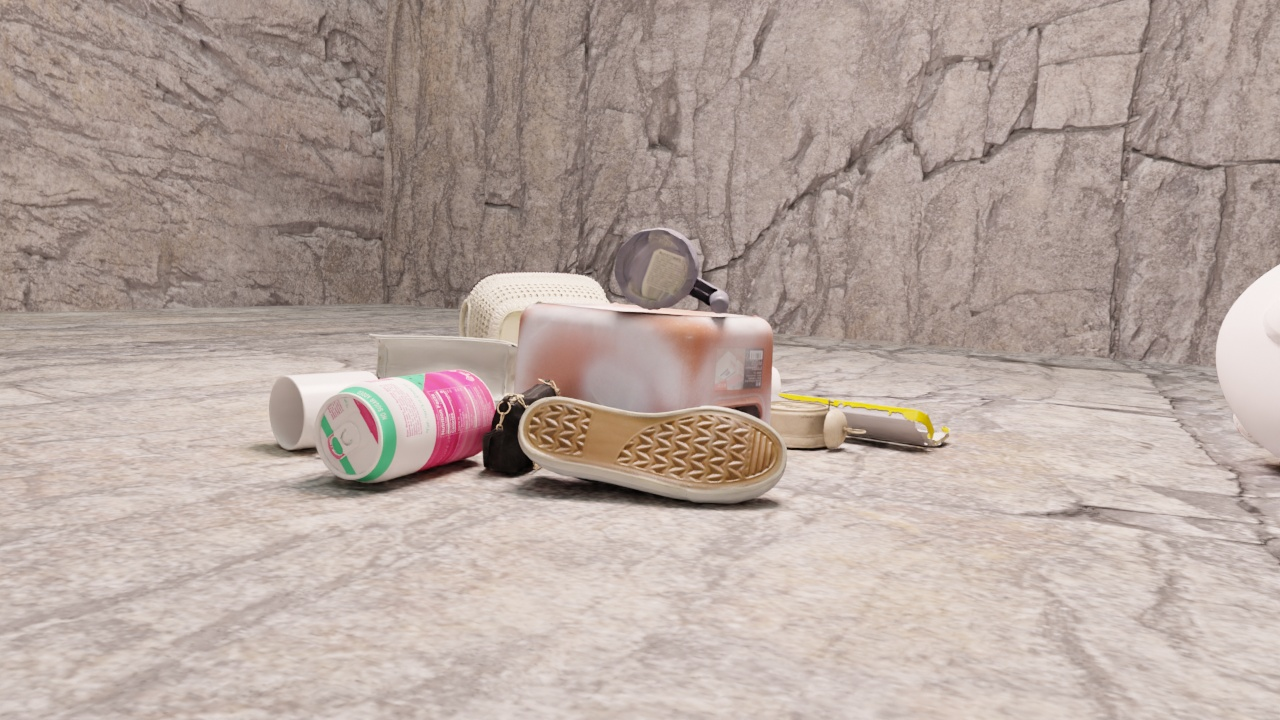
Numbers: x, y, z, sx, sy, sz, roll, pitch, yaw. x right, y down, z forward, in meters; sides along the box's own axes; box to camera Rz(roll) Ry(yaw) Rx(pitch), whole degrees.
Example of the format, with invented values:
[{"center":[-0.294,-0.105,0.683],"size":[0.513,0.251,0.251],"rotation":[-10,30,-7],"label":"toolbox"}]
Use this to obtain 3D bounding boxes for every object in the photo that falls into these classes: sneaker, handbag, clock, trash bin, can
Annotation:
[{"center":[0.009,0.088,0.817],"size":[0.235,0.087,0.079],"rotation":[6,-28,3],"label":"sneaker"},{"center":[-0.239,0.024,1.165],"size":[0.198,0.096,0.142],"rotation":[3,-8,4],"label":"handbag"},{"center":[0.196,0.072,1.071],"size":[0.141,0.054,0.092],"rotation":[4,5,37],"label":"clock"},{"center":[-0.001,0.020,0.988],"size":[0.260,0.157,0.181],"rotation":[7,7,42],"label":"trash bin"},{"center":[-0.113,0.062,0.888],"size":[0.054,0.079,0.128],"rotation":[7,9,17],"label":"handbag"},{"center":[-0.209,0.058,0.839],"size":[0.088,0.088,0.165],"rotation":[6,6,25],"label":"can"}]

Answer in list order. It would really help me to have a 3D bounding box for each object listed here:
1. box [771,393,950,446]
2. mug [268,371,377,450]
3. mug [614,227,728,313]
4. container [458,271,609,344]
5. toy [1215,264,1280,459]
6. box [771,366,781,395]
[{"center":[0.269,0.075,1.148],"size":[0.210,0.045,0.128],"rotation":[6,-7,34],"label":"box"},{"center":[-0.306,0.060,0.925],"size":[0.090,0.074,0.110],"rotation":[-4,35,-48],"label":"mug"},{"center":[0.035,-0.083,0.929],"size":[0.124,0.084,0.104],"rotation":[30,8,0],"label":"mug"},{"center":[-0.156,-0.043,1.480],"size":[0.251,0.185,0.143],"rotation":[-1,19,-21],"label":"container"},{"center":[0.796,0.011,1.017],"size":[0.280,0.262,0.266],"rotation":[21,-49,-38],"label":"toy"},{"center":[0.113,0.041,1.245],"size":[0.165,0.094,0.084],"rotation":[10,4,-34],"label":"box"}]
